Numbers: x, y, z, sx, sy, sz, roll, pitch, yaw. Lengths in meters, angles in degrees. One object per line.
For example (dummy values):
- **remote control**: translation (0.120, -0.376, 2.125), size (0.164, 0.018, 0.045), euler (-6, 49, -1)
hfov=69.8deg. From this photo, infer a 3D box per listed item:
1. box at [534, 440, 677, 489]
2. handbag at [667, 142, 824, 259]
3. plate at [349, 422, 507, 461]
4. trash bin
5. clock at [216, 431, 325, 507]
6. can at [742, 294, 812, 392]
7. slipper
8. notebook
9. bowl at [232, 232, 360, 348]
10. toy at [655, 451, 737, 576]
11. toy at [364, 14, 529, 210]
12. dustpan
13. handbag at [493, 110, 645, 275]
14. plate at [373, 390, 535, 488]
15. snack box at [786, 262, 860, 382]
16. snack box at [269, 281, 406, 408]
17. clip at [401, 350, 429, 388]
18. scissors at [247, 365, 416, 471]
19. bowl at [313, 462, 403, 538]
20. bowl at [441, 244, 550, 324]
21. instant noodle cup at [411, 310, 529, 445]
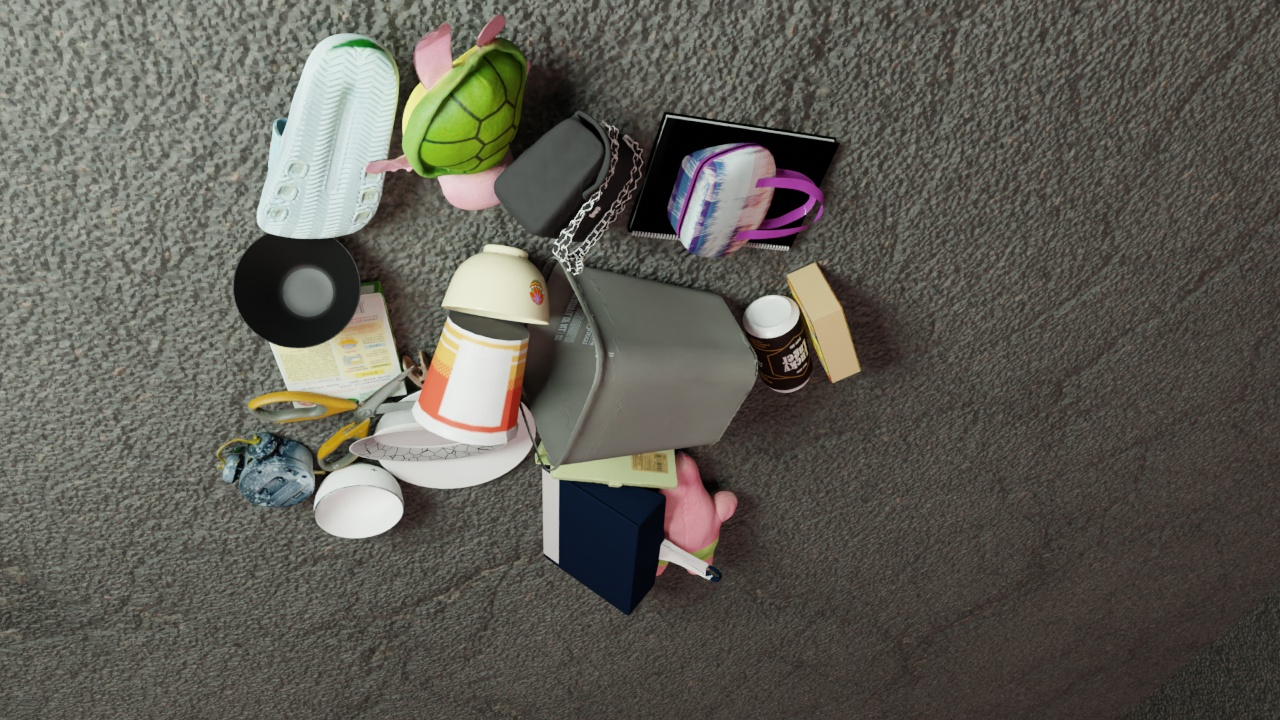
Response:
- **box**: translation (-0.051, 0.141, 1.284), size (0.187, 0.091, 0.083), euler (10, 154, -23)
- **handbag**: translation (0.123, -0.171, 1.004), size (0.169, 0.068, 0.145), euler (-3, 133, -25)
- **plate**: translation (-0.259, 0.098, 1.129), size (0.188, 0.016, 0.189), euler (-5, 164, -2)
- **trash bin**: translation (-0.006, 0.006, 1.075), size (0.219, 0.197, 0.198), euler (2, 134, -29)
- **clock**: translation (-0.464, 0.135, 1.144), size (0.090, 0.052, 0.129), euler (-35, 135, 17)
- **can**: translation (0.178, -0.021, 1.182), size (0.072, 0.071, 0.129), euler (-22, 137, 4)
- **slipper**: translation (-0.284, -0.201, 0.842), size (0.104, 0.074, 0.246), euler (3, 143, -32)
- **notebook**: translation (0.102, -0.193, 1.023), size (0.206, 0.016, 0.149), euler (3, 132, -21)
- **bowl**: translation (-0.350, -0.073, 0.951), size (0.124, 0.124, 0.052), euler (-10, 180, -8)
- **toy**: translation (0.057, 0.231, 1.390), size (0.192, 0.096, 0.237), euler (-5, 125, -8)
- **toy**: translation (-0.156, -0.215, 0.824), size (0.189, 0.087, 0.239), euler (-43, 169, -24)
- **dustpan**: translation (-0.015, 0.271, 1.352), size (0.079, 0.273, 0.237), euler (-42, 151, -37)
- **handbag**: translation (-0.048, -0.164, 0.893), size (0.125, 0.114, 0.153), euler (-44, 169, 14)
- **plate**: translation (-0.242, 0.098, 1.204), size (0.208, 0.015, 0.209), euler (-9, 137, -8)
- **snack box**: translation (0.232, -0.047, 1.162), size (0.040, 0.088, 0.126), euler (-24, 137, 6)
- **snack box**: translation (-0.347, -0.014, 1.048), size (0.132, 0.027, 0.168), euler (-8, 137, -9)
- **clip**: translation (-0.270, 0.013, 1.104), size (0.045, 0.024, 0.062), euler (-5, 141, -14)
- **scissors**: translation (-0.356, 0.064, 1.097), size (0.224, 0.016, 0.226), euler (21, 129, -41)
- **bowl**: translation (-0.371, 0.177, 1.209), size (0.113, 0.063, 0.114), euler (-9, 136, -9)
- **bowl**: translation (-0.152, -0.085, 0.999), size (0.118, 0.118, 0.074), euler (10, 88, -27)
- **instant noodle cup**: translation (-0.187, 0.015, 1.055), size (0.123, 0.123, 0.121), euler (8, 110, -25)
